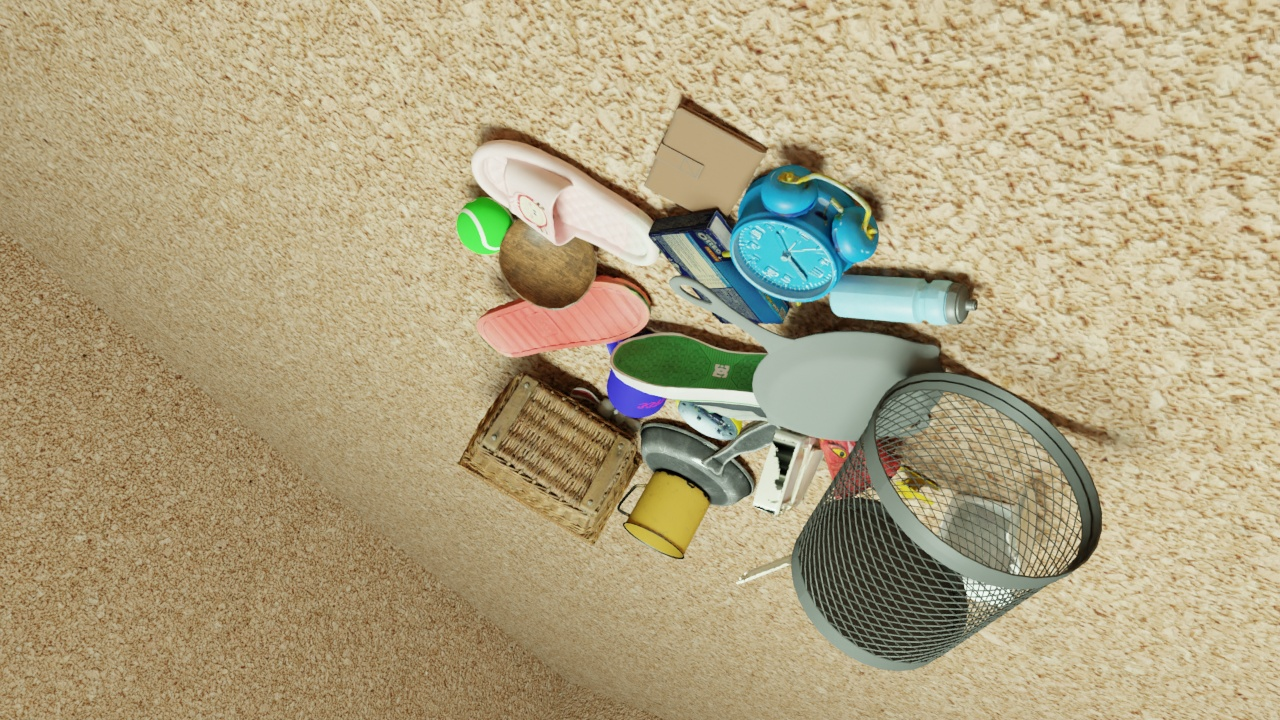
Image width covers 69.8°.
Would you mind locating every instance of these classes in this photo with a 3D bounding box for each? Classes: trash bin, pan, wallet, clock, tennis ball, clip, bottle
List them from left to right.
[{"bbox_3d":[-0.177,-0.154,1.049,0.065,0.065,0.065,24,152,14],"label":"tennis ball"},{"bbox_3d":[0.056,-0.175,0.834,0.087,0.013,0.121,27,153,-2],"label":"wallet"},{"bbox_3d":[0.088,0.059,1.145,0.083,0.057,0.119,35,153,-8],"label":"clock"},{"bbox_3d":[0.110,0.132,1.267,0.187,0.055,0.358,36,157,-10],"label":"pan"},{"bbox_3d":[0.141,-0.113,0.799,0.117,0.060,0.162,33,152,-2],"label":"clock"},{"bbox_3d":[0.164,0.009,0.912,0.354,0.024,0.217,30,140,-28],"label":"pan"},{"bbox_3d":[0.236,-0.054,0.823,0.130,0.040,0.040,8,145,38],"label":"bottle"},{"bbox_3d":[0.327,0.149,1.099,0.054,0.045,0.049,29,-165,3],"label":"clip"},{"bbox_3d":[0.278,0.167,0.894,0.218,0.217,0.228,28,136,6],"label":"trash bin"}]

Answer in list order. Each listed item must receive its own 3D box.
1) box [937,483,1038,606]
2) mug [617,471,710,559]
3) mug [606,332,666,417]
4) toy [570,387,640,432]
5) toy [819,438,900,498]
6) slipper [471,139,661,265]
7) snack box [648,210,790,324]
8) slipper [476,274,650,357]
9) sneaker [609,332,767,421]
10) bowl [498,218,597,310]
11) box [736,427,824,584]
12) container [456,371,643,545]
[{"bbox_3d":[0.385,0.192,1.010,0.121,0.108,0.136,11,148,34],"label":"box"},{"bbox_3d":[0.030,0.220,1.347,0.124,0.094,0.100,22,158,21],"label":"mug"},{"bbox_3d":[-0.007,0.007,1.145,0.111,0.079,0.084,54,158,17],"label":"mug"},{"bbox_3d":[-0.050,0.070,1.333,0.111,0.030,0.049,31,168,0],"label":"toy"},{"bbox_3d":[0.250,0.109,1.080,0.094,0.088,0.133,62,179,13],"label":"toy"},{"bbox_3d":[-0.079,-0.156,0.958,0.221,0.055,0.107,26,155,8],"label":"slipper"},{"bbox_3d":[0.081,-0.090,0.925,0.082,0.027,0.150,1,146,43],"label":"snack box"},{"bbox_3d":[-0.095,-0.064,1.124,0.249,0.059,0.103,-11,131,33],"label":"slipper"},{"bbox_3d":[0.078,0.028,1.059,0.235,0.084,0.079,10,144,19],"label":"sneaker"},{"bbox_3d":[-0.102,-0.112,1.037,0.114,0.102,0.026,36,-169,2],"label":"bowl"},{"bbox_3d":[0.179,0.173,1.066,0.070,0.186,0.143,18,-174,23],"label":"box"},{"bbox_3d":[-0.129,0.136,1.350,0.250,0.162,0.183,31,164,1],"label":"container"}]
